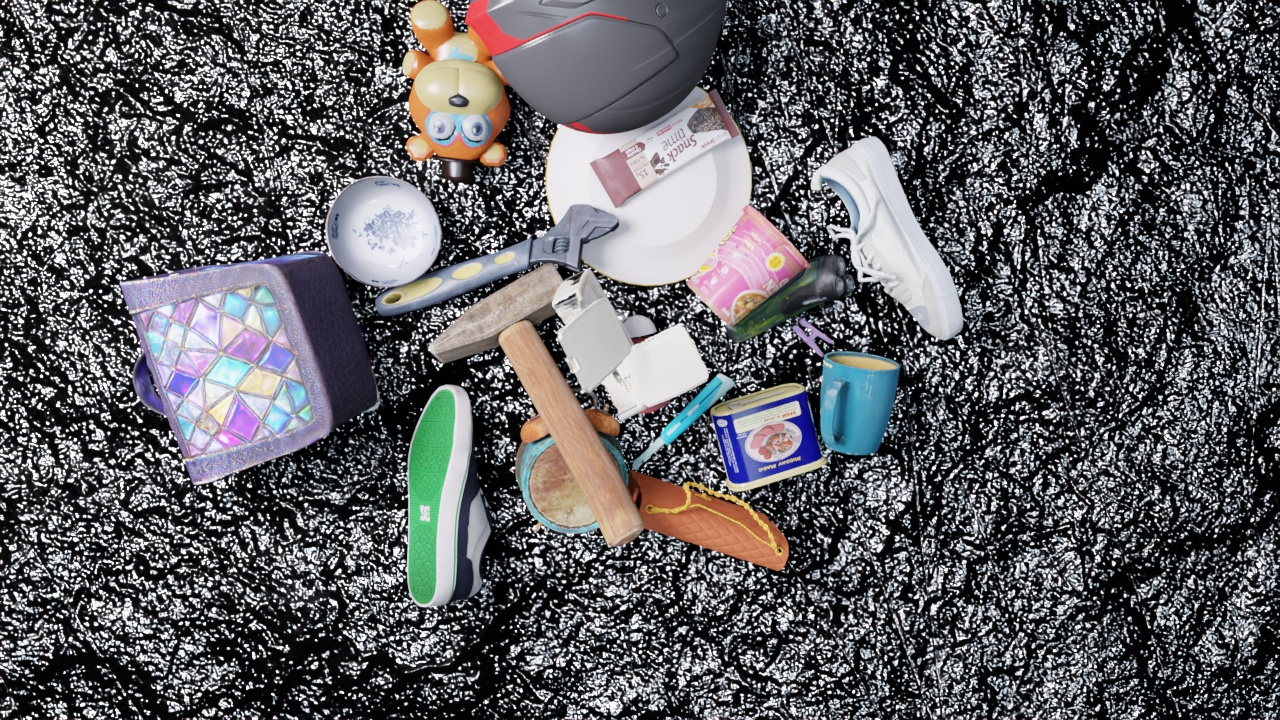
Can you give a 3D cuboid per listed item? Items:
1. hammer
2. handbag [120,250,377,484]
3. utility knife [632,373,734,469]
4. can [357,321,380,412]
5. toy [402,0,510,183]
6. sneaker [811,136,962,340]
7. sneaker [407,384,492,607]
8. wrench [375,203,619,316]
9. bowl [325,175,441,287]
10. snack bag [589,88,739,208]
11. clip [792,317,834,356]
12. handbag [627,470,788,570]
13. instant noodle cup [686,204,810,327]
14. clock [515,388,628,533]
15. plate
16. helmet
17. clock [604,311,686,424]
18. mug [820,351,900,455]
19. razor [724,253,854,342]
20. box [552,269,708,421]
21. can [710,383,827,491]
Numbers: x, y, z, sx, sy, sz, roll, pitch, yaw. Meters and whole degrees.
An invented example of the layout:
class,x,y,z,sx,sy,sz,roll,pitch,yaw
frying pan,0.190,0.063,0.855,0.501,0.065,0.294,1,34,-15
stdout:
class,x,y,z,sx,sy,sz,roll,pitch,yaw
hammer,-0.088,0.058,0.944,0.158,0.037,0.300,-31,71,-4
handbag,-0.399,0.001,0.909,0.222,0.125,0.205,-13,100,11
utility knife,0.048,0.073,1.048,0.151,0.015,0.022,-45,73,0
can,-0.303,0.007,0.977,0.032,0.032,0.095,-13,100,-7
toy,-0.183,-0.270,0.932,0.112,0.096,0.176,0,109,-10
sneaker,0.271,-0.122,1.025,0.091,0.089,0.242,-28,95,0
sneaker,-0.199,0.145,0.999,0.079,0.084,0.235,5,89,-45
wrench,-0.152,-0.102,0.972,0.273,0.022,0.073,-19,69,3
bowl,-0.265,-0.134,0.956,0.114,0.045,0.114,-1,98,-9
snack bag,0.027,-0.226,0.981,0.158,0.013,0.057,-31,103,-3
clip,0.200,-0.029,1.060,0.052,0.013,0.035,43,88,-9
handbag,0.071,0.174,1.019,0.172,0.109,0.060,20,94,-11
instant noodle cup,0.112,-0.097,1.000,0.097,0.097,0.109,43,97,-12
clock,-0.076,0.106,1.005,0.121,0.073,0.158,-4,102,-10
plate,0.012,-0.196,1.002,0.229,0.021,0.230,-1,98,-9
helmet,-0.026,-0.311,0.898,0.264,0.164,0.170,-34,115,-24
clock,-0.006,0.006,1.016,0.087,0.044,0.124,-36,102,-2
mug,0.235,0.052,1.032,0.112,0.084,0.104,-14,113,-50
razor,0.165,-0.064,1.024,0.151,0.067,0.054,-30,113,4
box,-0.006,-0.016,0.878,0.106,0.192,0.143,-27,108,14
can,0.144,0.085,1.045,0.116,0.056,0.092,-16,99,-6
